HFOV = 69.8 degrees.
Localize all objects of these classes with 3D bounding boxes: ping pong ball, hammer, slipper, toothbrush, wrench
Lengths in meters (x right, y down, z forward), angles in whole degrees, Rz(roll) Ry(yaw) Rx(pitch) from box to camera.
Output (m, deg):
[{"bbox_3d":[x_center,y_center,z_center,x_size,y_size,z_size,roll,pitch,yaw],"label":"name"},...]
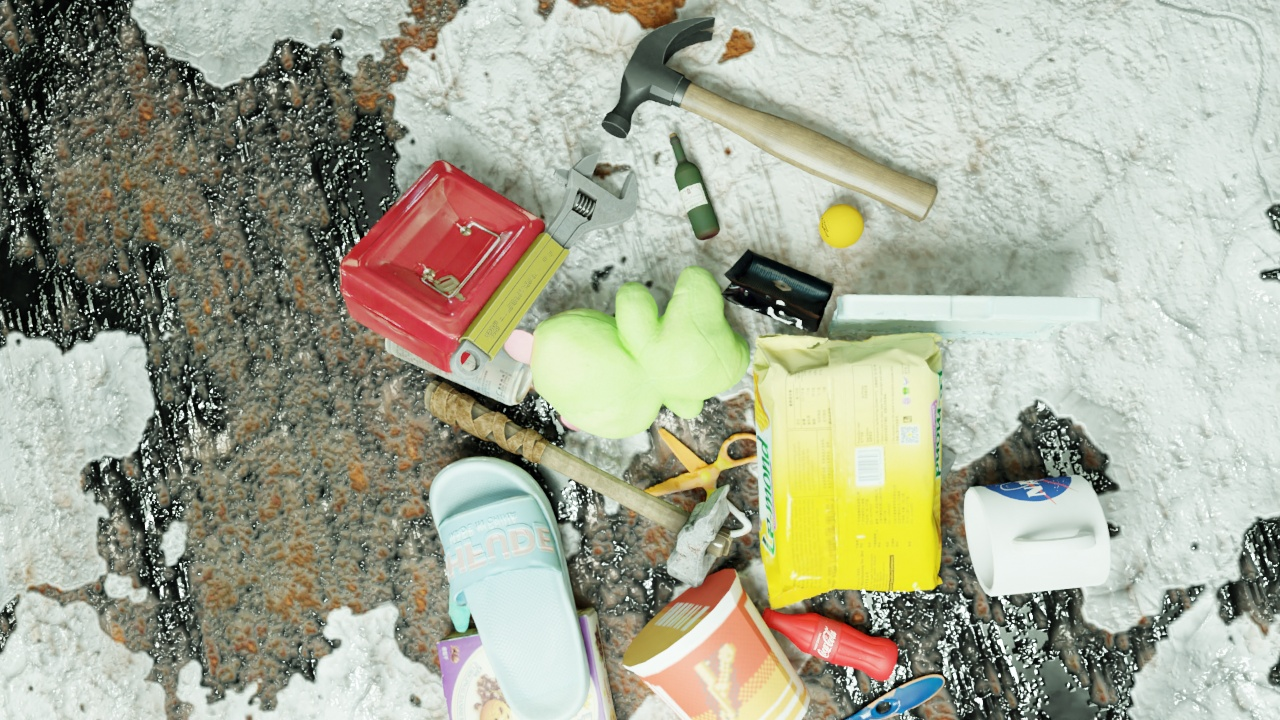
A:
[{"bbox_3d":[0.183,-0.122,0.837,0.040,0.040,0.040,-1,86,7],"label":"ping pong ball"},{"bbox_3d":[0.129,-0.211,0.847,0.305,0.040,0.132,26,81,4],"label":"hammer"},{"bbox_3d":[-0.112,0.197,0.798,0.104,0.074,0.245,-22,77,2],"label":"slipper"},{"bbox_3d":[0.208,0.311,0.815,0.135,0.017,0.021,-26,85,5],"label":"toothbrush"},{"bbox_3d":[-0.083,-0.086,0.807,0.083,0.018,0.272,43,59,-20],"label":"wrench"},{"bbox_3d":[-0.062,0.095,0.831,0.319,0.122,0.048,25,51,16],"label":"hammer"}]

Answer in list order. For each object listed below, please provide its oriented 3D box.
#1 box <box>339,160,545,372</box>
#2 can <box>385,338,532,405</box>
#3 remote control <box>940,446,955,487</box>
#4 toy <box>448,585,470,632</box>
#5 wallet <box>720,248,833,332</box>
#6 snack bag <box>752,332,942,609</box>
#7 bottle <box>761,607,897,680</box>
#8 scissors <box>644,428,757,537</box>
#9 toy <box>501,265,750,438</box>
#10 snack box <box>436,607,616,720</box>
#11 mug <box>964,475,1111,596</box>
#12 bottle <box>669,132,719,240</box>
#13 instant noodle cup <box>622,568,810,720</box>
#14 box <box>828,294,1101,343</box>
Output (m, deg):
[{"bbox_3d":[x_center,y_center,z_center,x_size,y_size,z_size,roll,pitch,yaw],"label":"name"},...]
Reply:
[{"bbox_3d":[-0.176,-0.084,0.831,0.129,0.093,0.157,30,59,7],"label":"box"},{"bbox_3d":[-0.168,-0.006,0.866,0.136,0.054,0.054,23,89,8],"label":"can"},{"bbox_3d":[0.212,0.070,0.836,0.147,0.008,0.045,29,90,8],"label":"remote control"},{"bbox_3d":[-0.131,0.203,0.855,0.105,0.033,0.085,-13,74,6],"label":"toy"},{"bbox_3d":[0.122,-0.061,0.808,0.089,0.114,0.026,23,115,10],"label":"wallet"},{"bbox_3d":[0.180,0.096,0.784,0.160,0.068,0.247,-3,102,6],"label":"snack bag"},{"bbox_3d":[0.165,0.247,0.815,0.119,0.036,0.036,18,88,8],"label":"bottle"},{"bbox_3d":[0.064,0.113,0.850,0.125,0.011,0.128,-17,84,5],"label":"scissors"},{"bbox_3d":[-0.005,0.005,0.810,0.197,0.107,0.150,-27,124,4],"label":"toy"},{"bbox_3d":[-0.101,0.313,0.841,0.148,0.040,0.143,-12,84,6],"label":"snack box"},{"bbox_3d":[0.330,0.146,0.759,0.090,0.121,0.091,-8,86,6],"label":"mug"},{"bbox_3d":[0.047,-0.165,0.865,0.025,0.025,0.106,-20,84,5],"label":"bottle"},{"bbox_3d":[0.071,0.267,0.790,0.123,0.123,0.121,-38,90,3],"label":"instant noodle cup"},{"bbox_3d":[0.264,-0.038,0.773,0.197,0.134,0.040,2,87,7],"label":"box"}]
